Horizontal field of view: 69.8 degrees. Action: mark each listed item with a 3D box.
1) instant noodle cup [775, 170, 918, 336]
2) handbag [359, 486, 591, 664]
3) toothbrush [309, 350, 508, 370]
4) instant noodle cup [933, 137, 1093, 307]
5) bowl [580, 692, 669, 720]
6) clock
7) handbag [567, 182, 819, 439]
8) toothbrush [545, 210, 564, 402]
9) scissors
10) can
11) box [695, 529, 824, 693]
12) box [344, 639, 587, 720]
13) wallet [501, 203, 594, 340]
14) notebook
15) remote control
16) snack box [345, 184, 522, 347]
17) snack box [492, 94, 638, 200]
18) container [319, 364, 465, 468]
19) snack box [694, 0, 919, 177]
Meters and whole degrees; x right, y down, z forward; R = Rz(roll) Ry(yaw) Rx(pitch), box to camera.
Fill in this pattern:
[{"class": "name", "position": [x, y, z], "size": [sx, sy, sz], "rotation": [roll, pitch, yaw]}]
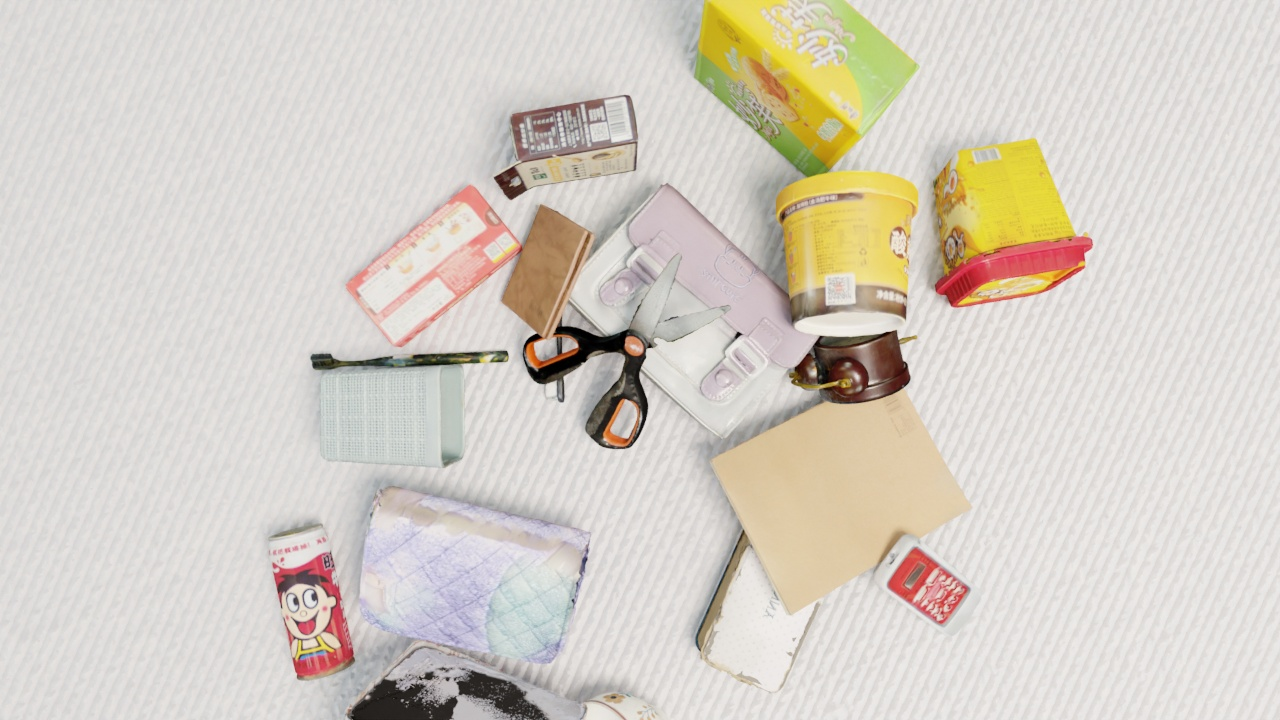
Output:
[{"class": "instant noodle cup", "position": [0.173, -0.085, 0.771], "size": [0.118, 0.118, 0.114], "rotation": [2, 79, -1]}, {"class": "handbag", "position": [-0.149, 0.190, 0.824], "size": [0.194, 0.075, 0.134], "rotation": [14, 119, -2]}, {"class": "toothbrush", "position": [-0.217, -0.002, 0.863], "size": [0.186, 0.017, 0.012], "rotation": [-2, 54, -1]}, {"class": "instant noodle cup", "position": [0.322, -0.123, 0.824], "size": [0.116, 0.116, 0.123], "rotation": [-10, 79, -1]}, {"class": "bowl", "position": [-0.006, 0.353, 0.837], "size": [0.062, 0.114, 0.113], "rotation": [-14, 91, -44]}, {"class": "clock", "position": [0.188, 0.005, 0.822], "size": [0.121, 0.082, 0.055], "rotation": [-24, 108, -29]}, {"class": "handbag", "position": [0.047, -0.045, 0.829], "size": [0.197, 0.098, 0.145], "rotation": [42, 85, -1]}, {"class": "toothbrush", "position": [-0.080, -0.050, 0.865], "size": [0.018, 0.015, 0.181], "rotation": [1, 91, 8]}, {"class": "scissors", "position": [-0.023, -0.008, 0.786], "size": [0.211, 0.021, 0.222], "rotation": [20, 129, 20]}, {"class": "can", "position": [-0.304, 0.221, 0.847], "size": [0.053, 0.053, 0.132], "rotation": [-12, 91, 0]}, {"class": "box", "position": [0.118, 0.218, 0.849], "size": [0.090, 0.060, 0.184], "rotation": [26, 92, 0]}, {"class": "box", "position": [-0.159, 0.374, 0.798], "size": [0.183, 0.156, 0.193], "rotation": [17, 105, 14]}, {"class": "wallet", "position": [-0.083, -0.080, 0.814], "size": [0.020, 0.115, 0.101], "rotation": [18, 100, -30]}, {"class": "notebook", "position": [0.183, 0.112, 0.825], "size": [0.211, 0.012, 0.149], "rotation": [-24, 82, -21]}, {"class": "remote control", "position": [0.263, 0.206, 0.834], "size": [0.136, 0.020, 0.056], "rotation": [39, 87, -33]}, {"class": "snack box", "position": [-0.192, -0.087, 0.858], "size": [0.153, 0.025, 0.075], "rotation": [-39, 90, 0]}, {"class": "snack box", "position": [-0.066, -0.186, 0.814], "size": [0.125, 0.113, 0.053], "rotation": [-9, 89, -1]}, {"class": "container", "position": [-0.223, 0.050, 0.830], "size": [0.111, 0.090, 0.090], "rotation": [-1, 90, 2]}, {"class": "snack box", "position": [0.128, -0.240, 0.767], "size": [0.157, 0.210, 0.070], "rotation": [41, 91, 0]}]
